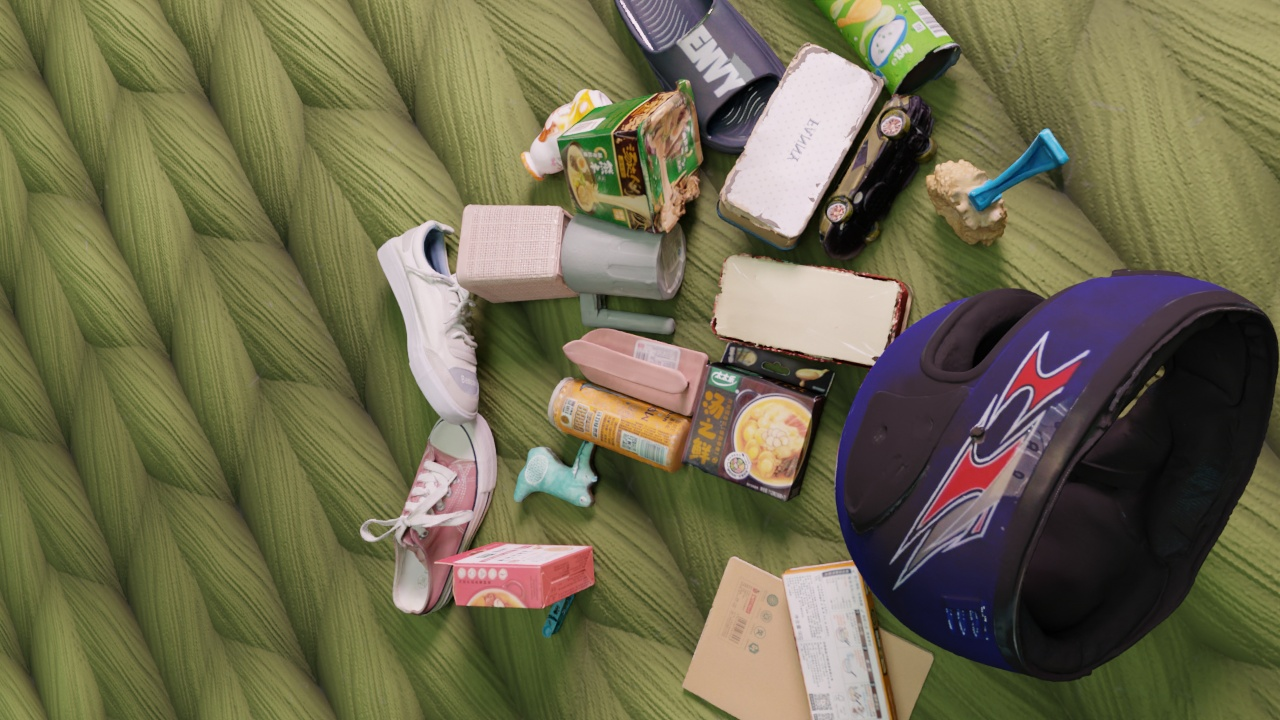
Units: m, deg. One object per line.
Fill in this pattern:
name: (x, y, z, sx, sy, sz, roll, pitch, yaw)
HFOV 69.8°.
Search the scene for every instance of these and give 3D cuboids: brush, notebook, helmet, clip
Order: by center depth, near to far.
helmet: (0.280, 0.064, 0.694, 0.240, 0.247, 0.316, 43, 116, 56)
brush: (0.275, -0.136, 0.705, 0.046, 0.254, 0.083, -33, 87, 3)
notebook: (0.154, 0.298, 0.877, 0.208, 0.008, 0.148, 22, 98, 23)
brush: (-0.005, 0.005, 0.921, 0.146, 0.073, 0.063, 18, 97, 26)
clip: (-0.088, 0.271, 0.983, 0.014, 0.043, 0.056, 30, 105, 23)

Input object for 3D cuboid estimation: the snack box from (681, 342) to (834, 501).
snack box: (0.112, 0.056, 0.882, 0.113, 0.053, 0.126, 18, 102, 24)

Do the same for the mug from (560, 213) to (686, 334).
mug: (-0.014, -0.087, 0.931, 0.103, 0.083, 0.124, 8, 119, 23)

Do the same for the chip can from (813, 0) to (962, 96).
chip can: (0.191, -0.345, 0.837, 0.072, 0.072, 0.236, -39, 75, 19)

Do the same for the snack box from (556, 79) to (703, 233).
snack box: (-0.013, -0.194, 0.878, 0.106, 0.118, 0.118, 7, 128, 26)

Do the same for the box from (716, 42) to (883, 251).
box: (0.139, -0.185, 0.829, 0.090, 0.059, 0.184, 31, 91, 4)

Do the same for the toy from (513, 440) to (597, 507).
toy: (-0.083, 0.120, 0.980, 0.092, 0.030, 0.096, 20, 90, 19)

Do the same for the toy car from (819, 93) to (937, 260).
toy car: (0.210, -0.163, 0.825, 0.042, 0.070, 0.158, 40, 104, 39)

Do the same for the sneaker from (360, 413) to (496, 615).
sneaker: (-0.230, 0.170, 1.011, 0.118, 0.087, 0.241, 18, 94, 24)

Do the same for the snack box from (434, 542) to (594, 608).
snack box: (-0.129, 0.221, 0.951, 0.127, 0.113, 0.044, -4, 88, 25)

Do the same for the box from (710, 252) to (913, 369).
box: (0.155, -0.048, 0.843, 0.168, 0.080, 0.091, 12, 95, 24)

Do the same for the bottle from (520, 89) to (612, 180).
bottle: (-0.074, -0.233, 0.961, 0.109, 0.063, 0.063, -32, 76, 20)

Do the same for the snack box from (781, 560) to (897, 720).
snack box: (0.183, 0.265, 0.845, 0.075, 0.026, 0.153, -14, 83, 24)

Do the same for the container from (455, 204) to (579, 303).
container: (-0.119, -0.113, 0.963, 0.111, 0.090, 0.089, 1, 79, 22)

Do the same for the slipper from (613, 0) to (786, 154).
slipper: (0.045, -0.314, 0.899, 0.111, 0.083, 0.268, -40, 72, 21)

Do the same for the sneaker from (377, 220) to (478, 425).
sneaker: (-0.210, -0.047, 1.010, 0.091, 0.089, 0.242, -29, 68, 15)

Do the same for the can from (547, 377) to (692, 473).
can: (-0.019, 0.064, 0.933, 0.146, 0.058, 0.058, 19, 97, 24)
